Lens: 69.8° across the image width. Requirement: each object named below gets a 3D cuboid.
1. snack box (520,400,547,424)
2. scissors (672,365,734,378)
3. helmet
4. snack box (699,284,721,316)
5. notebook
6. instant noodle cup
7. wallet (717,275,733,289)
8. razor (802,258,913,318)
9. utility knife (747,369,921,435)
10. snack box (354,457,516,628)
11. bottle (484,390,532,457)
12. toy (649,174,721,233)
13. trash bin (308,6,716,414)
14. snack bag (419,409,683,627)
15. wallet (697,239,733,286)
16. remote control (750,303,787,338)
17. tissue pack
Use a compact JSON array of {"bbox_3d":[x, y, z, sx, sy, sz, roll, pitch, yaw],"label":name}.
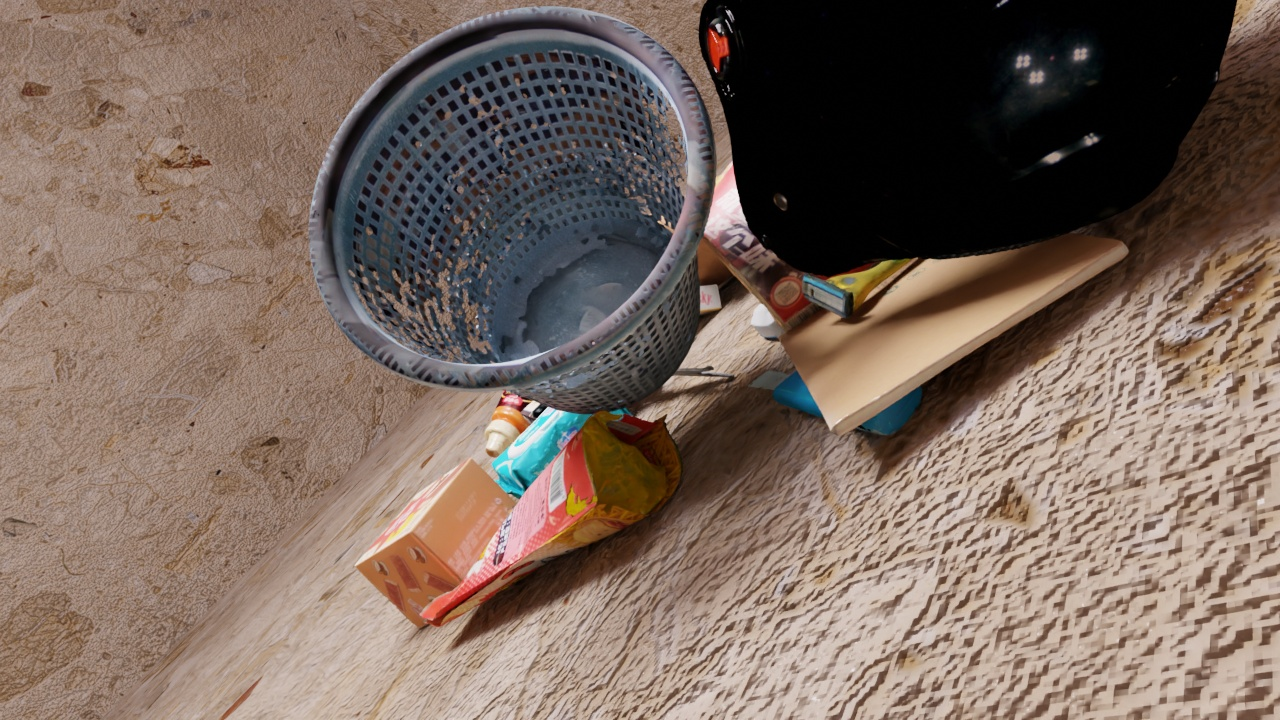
[{"bbox_3d":[-0.064,0.031,0.939,0.113,0.053,0.126,-43,11,-11],"label":"snack box"},{"bbox_3d":[0.013,0.009,0.785,0.234,0.161,0.021,6,82,35],"label":"scissors"},{"bbox_3d":[0.153,-0.182,0.463,0.233,0.274,0.231,-27,-31,-18],"label":"helmet"},{"bbox_3d":[0.009,-0.047,0.949,0.084,0.027,0.157,-9,-3,-25],"label":"snack box"},{"bbox_3d":[0.149,-0.031,0.498,0.148,0.008,0.207,-34,10,9],"label":"notebook"},{"bbox_3d":[0.105,-0.094,0.625,0.108,0.138,0.138,-43,11,6],"label":"instant noodle cup"},{"bbox_3d":[0.101,-0.109,0.991,0.115,0.024,0.087,-44,12,-15],"label":"wallet"},{"bbox_3d":[0.159,-0.074,0.555,0.132,0.028,0.043,-40,33,-10],"label":"razor"},{"bbox_3d":[0.100,0.017,0.524,0.034,0.018,0.203,-44,10,-8],"label":"utility knife"},{"bbox_3d":[-0.161,0.150,0.755,0.095,0.077,0.092,-33,14,39],"label":"snack box"},{"bbox_3d":[-0.146,0.059,1.113,0.067,0.067,0.149,-30,23,46],"label":"bottle"},{"bbox_3d":[0.081,-0.145,0.942,0.226,0.082,0.143,-32,5,-2],"label":"toy"},{"bbox_3d":[-0.050,-0.062,0.566,0.226,0.226,0.195,-42,-24,-2],"label":"trash bin"},{"bbox_3d":[-0.066,0.110,0.638,0.208,0.073,0.128,-40,8,39],"label":"snack bag"},{"bbox_3d":[0.087,-0.112,0.884,0.101,0.020,0.115,-34,-21,7],"label":"wallet"},{"bbox_3d":[0.136,-0.065,0.699,0.125,0.024,0.049,-43,11,-6],"label":"remote control"},{"bbox_3d":[-0.075,0.074,0.822,0.133,0.050,0.093,-46,12,-17],"label":"tissue pack"}]
